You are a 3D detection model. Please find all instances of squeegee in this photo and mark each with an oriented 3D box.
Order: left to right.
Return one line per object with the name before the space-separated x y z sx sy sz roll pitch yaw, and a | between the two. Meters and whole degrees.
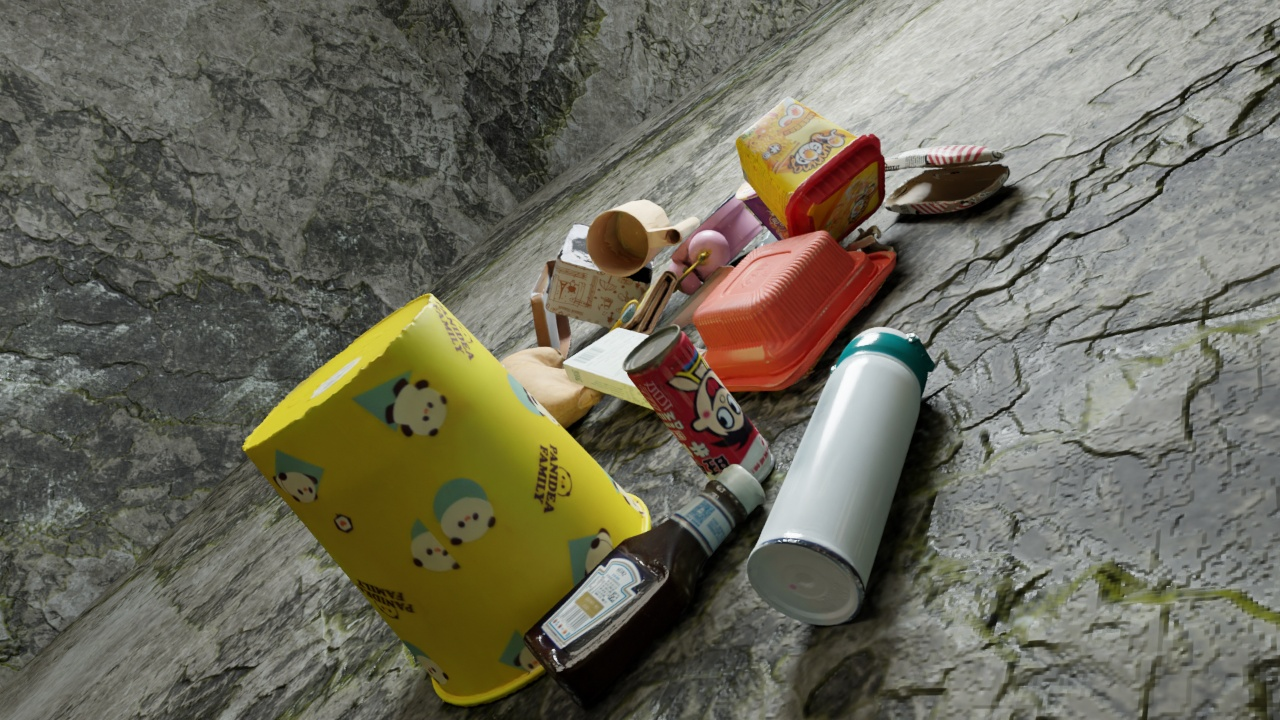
squeegee | 0.108 -0.093 1.067 0.248 0.040 0.248 -43 -2 -37

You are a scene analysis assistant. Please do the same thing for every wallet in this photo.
wallet | 0.007 -0.057 1.110 0.090 0.033 0.115 -61 6 -14

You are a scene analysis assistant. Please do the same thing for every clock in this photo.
clock | 0.087 -0.139 1.141 0.158 0.060 0.117 -43 0 -35

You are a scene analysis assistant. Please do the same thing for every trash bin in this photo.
trash bin | -0.156 0.101 0.738 0.230 0.255 0.229 -33 18 12

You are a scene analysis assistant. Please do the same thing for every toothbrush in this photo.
toothbrush | -0.051 -0.008 1.104 0.192 0.016 0.018 -51 18 40

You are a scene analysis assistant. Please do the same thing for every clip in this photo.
clip | 0.217 -0.109 0.907 0.061 0.034 0.097 -41 13 -5

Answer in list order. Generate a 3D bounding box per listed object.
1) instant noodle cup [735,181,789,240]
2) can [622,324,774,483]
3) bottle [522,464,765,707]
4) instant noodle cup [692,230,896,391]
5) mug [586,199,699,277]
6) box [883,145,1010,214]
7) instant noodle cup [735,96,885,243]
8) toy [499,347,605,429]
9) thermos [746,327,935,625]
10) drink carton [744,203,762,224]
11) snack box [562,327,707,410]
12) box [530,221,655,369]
instant noodle cup | 0.181 -0.181 1.044 0.112 0.099 0.111 -35 16 11
can | 0.046 0.040 0.697 0.053 0.133 0.053 -34 17 12
bottle | 0.009 0.149 0.644 0.194 0.044 0.080 -41 26 -15
instant noodle cup | 0.127 -0.051 0.858 0.188 0.079 0.165 -48 19 -24
mug | 0.006 -0.161 1.167 0.125 0.084 0.103 -5 16 20
box | 0.288 -0.191 0.894 0.074 0.081 0.163 -35 14 -8
instant noodle cup | 0.167 -0.189 0.921 0.116 0.116 0.123 -39 62 -4
toy | -0.116 0.050 1.077 0.143 0.082 0.226 -48 31 -12
thermos | 0.133 0.060 0.587 0.073 0.073 0.223 -23 23 40
drink carton | 0.131 -0.195 1.268 0.122 0.045 0.053 -35 17 7
snack box | -0.006 0.006 0.973 0.084 0.027 0.157 -33 29 -28
box | -0.076 -0.068 1.278 0.182 0.156 0.193 -79 2 -65
